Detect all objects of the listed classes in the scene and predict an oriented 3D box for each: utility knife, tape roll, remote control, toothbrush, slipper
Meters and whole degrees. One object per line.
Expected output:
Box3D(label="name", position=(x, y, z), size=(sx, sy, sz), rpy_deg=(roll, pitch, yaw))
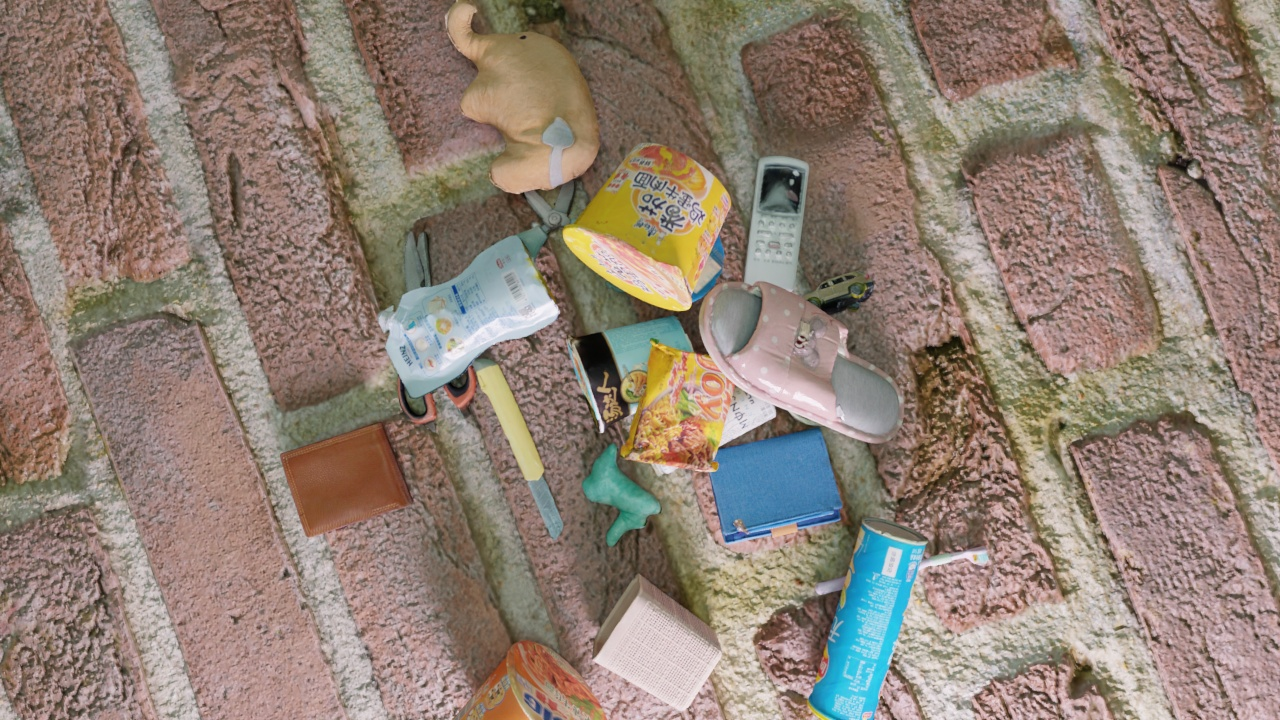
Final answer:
Box3D(label="utility knife", position=(-0.132, 0.095, 1.016), size=(0.031, 0.022, 0.219), rpy_deg=(-23, 81, -18))
Box3D(label="tape roll", position=(0.197, 0.029, 1.014), size=(0.086, 0.014, 0.085), rpy_deg=(0, 88, 1))
Box3D(label="remote control", position=(0.151, -0.151, 1.018), size=(0.058, 0.021, 0.150), rpy_deg=(7, 89, 2))
Box3D(label="toothbrush", position=(0.284, 0.232, 1.003), size=(0.189, 0.029, 0.021), rpy_deg=(-13, 47, 3))
Box3D(label="slipper", position=(0.177, 0.004, 0.942), size=(0.274, 0.055, 0.114), rpy_deg=(30, 66, -22))

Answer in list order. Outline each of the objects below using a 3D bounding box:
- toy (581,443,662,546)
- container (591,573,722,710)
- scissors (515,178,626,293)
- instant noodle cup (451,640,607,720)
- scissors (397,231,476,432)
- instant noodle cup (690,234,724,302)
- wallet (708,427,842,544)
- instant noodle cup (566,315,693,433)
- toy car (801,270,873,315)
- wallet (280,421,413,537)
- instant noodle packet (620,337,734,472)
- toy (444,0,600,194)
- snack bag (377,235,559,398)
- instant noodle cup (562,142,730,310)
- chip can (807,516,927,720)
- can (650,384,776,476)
Box3D(label="toy", position=(-0.024, 0.153, 1.008), size=(0.092, 0.030, 0.096), rpy_deg=(35, 95, 5))
Box3D(label="container", position=(0.020, 0.300, 0.974), size=(0.111, 0.090, 0.090), rpy_deg=(33, 89, -1))
Box3D(label="scissors", position=(-0.078, -0.116, 1.025), size=(0.180, 0.019, 0.170), rpy_deg=(23, 88, 3))
Box3D(label="instant noodle cup", position=(-0.120, 0.385, 0.950), size=(0.111, 0.151, 0.151), rpy_deg=(-44, 87, 8))
Box3D(label="scissors", position=(-0.228, -0.037, 1.028), size=(0.193, 0.015, 0.206), rpy_deg=(31, 89, 4))
Box3D(label="instant noodle cup", position=(0.035, -0.101, 0.975), size=(0.099, 0.110, 0.099), rpy_deg=(0, 87, 1))
Box3D(label="wallet", position=(0.145, 0.137, 1.000), size=(0.133, 0.040, 0.106), rpy_deg=(-13, 79, 1))
Box3D(label="instant noodle cup", position=(-0.006, 0.006, 0.979), size=(0.120, 0.111, 0.111), rpy_deg=(-19, 87, -7))
Box3D(label="toy car", position=(0.209, -0.068, 1.004), size=(0.090, 0.042, 0.035), rpy_deg=(-21, 65, -4))
Box3D(label="wallet", position=(-0.327, 0.132, 1.017), size=(0.124, 0.032, 0.101), rpy_deg=(-18, 91, 1))
Box3D(label="instant noodle packet", position=(0.045, 0.047, 0.930), size=(0.110, 0.044, 0.128), rpy_deg=(13, 93, -24))
Box3D(label="toy", position=(-0.128, -0.295, 1.002), size=(0.143, 0.082, 0.226), rpy_deg=(-23, 85, -8))
Box3D(label="snack bag", position=(-0.191, -0.048, 1.000), size=(0.191, 0.039, 0.110), rpy_deg=(-29, 92, 3))
Box3D(label="instant noodle cup", position=(0.013, -0.128, 0.861), size=(0.138, 0.138, 0.109), rpy_deg=(31, 80, 2))
Box3D(label="chip can", position=(0.238, 0.275, 0.963), size=(0.071, 0.071, 0.210), rpy_deg=(15, 95, 2))
Box3D(label="can", position=(0.071, 0.068, 0.994), size=(0.147, 0.058, 0.058), rpy_deg=(-28, 87, 0))
